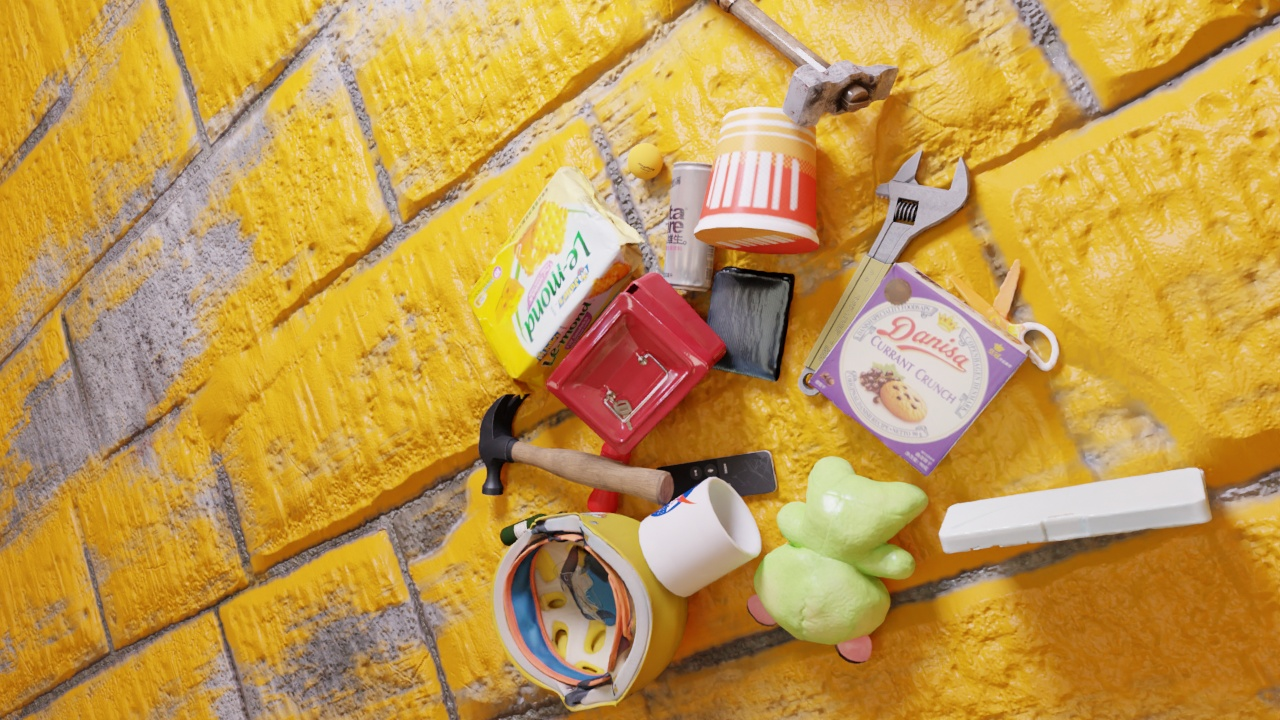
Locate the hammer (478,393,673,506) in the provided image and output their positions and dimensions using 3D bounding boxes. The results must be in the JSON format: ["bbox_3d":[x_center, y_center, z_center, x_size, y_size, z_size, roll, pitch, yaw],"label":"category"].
[{"bbox_3d":[-0.083,0.116,1.068,0.306,0.040,0.132,7,95,43],"label":"hammer"}]

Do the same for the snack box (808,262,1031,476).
[{"bbox_3d":[0.259,0.007,0.863,0.143,0.040,0.148,40,113,19],"label":"snack box"}]

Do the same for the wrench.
[{"bbox_3d":[0.232,-0.081,0.908,0.083,0.018,0.274,34,109,27],"label":"wrench"}]

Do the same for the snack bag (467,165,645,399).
[{"bbox_3d":[-0.102,-0.092,1.075,0.248,0.068,0.159,-50,55,22],"label":"snack bag"}]

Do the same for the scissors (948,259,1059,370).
[{"bbox_3d":[0.334,-0.032,0.849,0.128,0.011,0.125,23,105,28],"label":"scissors"}]

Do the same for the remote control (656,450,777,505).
[{"bbox_3d":[0.081,0.131,1.014,0.147,0.008,0.045,-13,84,32],"label":"remote control"}]

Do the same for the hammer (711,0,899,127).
[{"bbox_3d":[0.120,-0.347,0.935,0.318,0.121,0.049,51,147,29],"label":"hammer"}]

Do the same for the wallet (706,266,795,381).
[{"bbox_3d":[0.114,-0.041,0.978,0.089,0.026,0.115,11,97,30],"label":"wallet"}]

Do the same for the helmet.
[{"bbox_3d":[-0.043,0.267,1.024,0.241,0.139,0.209,-17,82,44],"label":"helmet"}]

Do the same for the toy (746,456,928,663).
[{"bbox_3d":[0.188,0.198,0.899,0.150,0.107,0.197,21,94,28],"label":"toy"}]

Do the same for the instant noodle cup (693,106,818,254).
[{"bbox_3d":[0.123,-0.179,0.921,0.124,0.123,0.121,5,86,32],"label":"instant noodle cup"}]

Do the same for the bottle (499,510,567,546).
[{"bbox_3d":[-0.131,0.205,1.139,0.106,0.025,0.025,-26,78,30],"label":"bottle"}]

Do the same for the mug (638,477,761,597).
[{"bbox_3d":[0.069,0.183,0.957,0.090,0.121,0.091,-36,68,21],"label":"mug"}]

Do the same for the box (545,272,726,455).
[{"bbox_3d":[-0.004,0.003,0.985,0.129,0.092,0.158,46,118,3],"label":"box"}]

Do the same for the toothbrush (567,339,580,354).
[{"bbox_3d":[-0.111,0.002,1.126,0.135,0.017,0.021,-28,75,29],"label":"toothbrush"}]

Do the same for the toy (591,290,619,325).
[{"bbox_3d":[-0.015,-0.031,1.057,0.105,0.033,0.085,31,99,31],"label":"toy"}]

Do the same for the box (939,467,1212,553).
[{"bbox_3d":[0.359,0.119,0.764,0.197,0.134,0.041,-14,94,31],"label":"box"}]

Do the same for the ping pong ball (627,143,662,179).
[{"bbox_3d":[0.005,-0.224,1.032,0.040,0.040,0.040,1,92,32],"label":"ping pong ball"}]

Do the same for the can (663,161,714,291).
[{"bbox_3d":[0.056,-0.144,0.995,0.054,0.054,0.135,8,96,32],"label":"can"}]

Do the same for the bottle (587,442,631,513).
[{"bbox_3d":[-0.032,0.120,1.068,0.036,0.036,0.119,20,102,30],"label":"bottle"}]
